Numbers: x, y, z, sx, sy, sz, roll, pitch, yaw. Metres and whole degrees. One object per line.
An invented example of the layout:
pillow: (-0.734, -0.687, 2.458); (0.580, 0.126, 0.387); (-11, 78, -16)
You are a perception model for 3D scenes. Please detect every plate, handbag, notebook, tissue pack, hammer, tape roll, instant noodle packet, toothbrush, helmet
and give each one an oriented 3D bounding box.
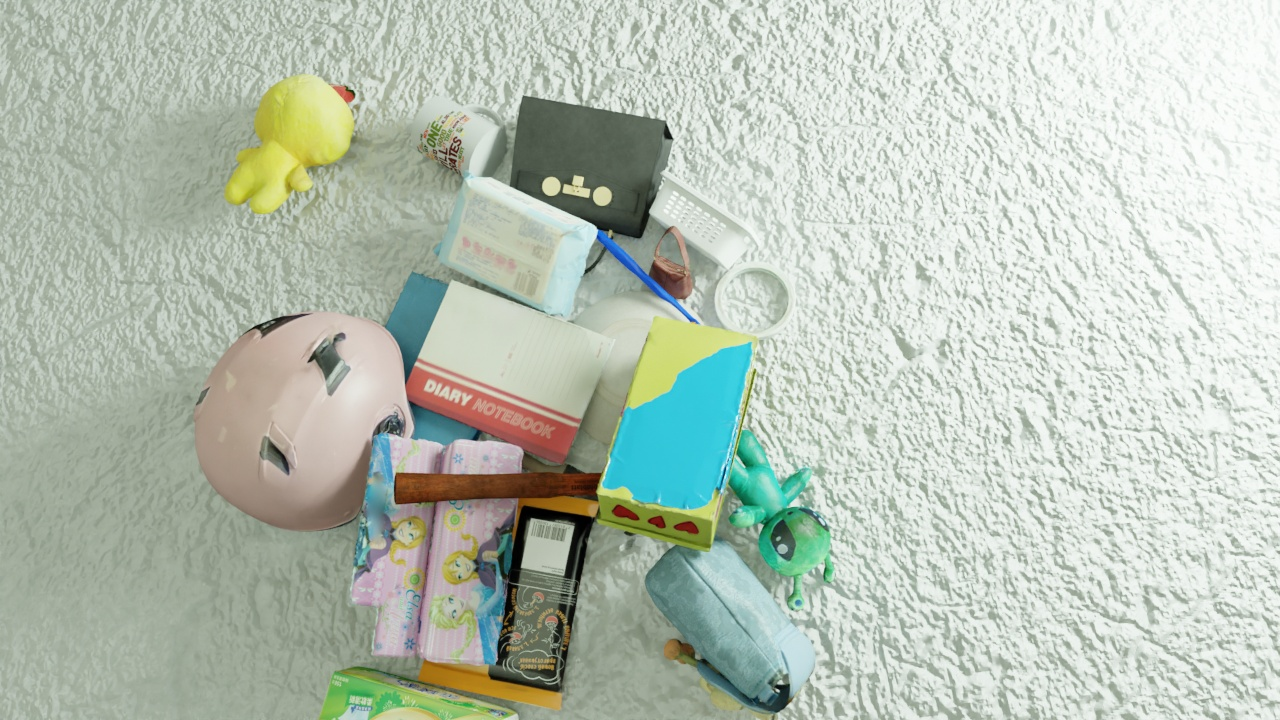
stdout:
plate: (-0.007, 0.006, 1.047); (0.189, 0.027, 0.188); (-2, 75, 7)
handbag: (0.083, 0.274, 0.924); (0.192, 0.121, 0.119); (47, 106, 16)
notebook: (-0.151, 0.011, 1.033); (0.209, 0.012, 0.153); (20, 83, 13)
tissue pack: (-0.148, -0.137, 1.068); (0.182, 0.069, 0.112); (26, 111, 13)
hammer: (-0.105, 0.132, 0.967); (0.300, 0.028, 0.111); (1, 86, -17)
tape roll: (0.132, -0.069, 1.057); (0.093, 0.013, 0.093); (-2, 76, 7)
instant noodle packet: (-0.144, 0.250, 0.999); (0.160, 0.032, 0.220); (8, 77, 11)
handbag: (0.035, -0.114, 1.025); (0.055, 0.120, 0.029); (26, 67, 13)
toothbrush: (-0.006, 0.185, 0.921); (0.010, 0.181, 0.010); (12, 83, 7)
handbag: (-0.071, -0.197, 1.101); (0.176, 0.072, 0.195); (13, 89, 10)
toothbrush: (0.008, -0.088, 1.052); (0.182, 0.016, 0.018); (44, 67, 12)
helmet: (-0.383, 0.051, 1.008); (0.230, 0.152, 0.255); (27, 82, 27)
tissue pack: (-0.237, 0.386, 0.919); (0.198, 0.141, 0.120); (6, 76, 9)

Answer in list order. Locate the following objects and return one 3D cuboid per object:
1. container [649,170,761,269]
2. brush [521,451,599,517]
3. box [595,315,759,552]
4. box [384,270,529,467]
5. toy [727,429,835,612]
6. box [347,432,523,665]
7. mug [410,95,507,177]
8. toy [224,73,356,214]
container: (0.069, -0.157, 1.055); (0.129, 0.080, 0.049); (37, 94, 17)
brush: (-0.088, 0.134, 1.032); (0.151, 0.012, 0.039); (26, 81, 13)
box: (0.041, 0.071, 0.933); (0.124, 0.081, 0.220); (10, 59, 9)
box: (-0.247, 0.019, 1.073); (0.174, 0.033, 0.231); (19, 79, 12)
toy: (0.139, 0.162, 0.969); (0.130, 0.073, 0.193); (-21, 70, -36)
box: (-0.214, 0.193, 0.955); (0.159, 0.035, 0.230); (9, 75, -17)
mug: (-0.214, -0.279, 1.130); (0.089, 0.074, 0.105); (31, 55, 13)
toy: (-0.437, -0.274, 1.142); (0.134, 0.092, 0.207); (24, 82, 15)
